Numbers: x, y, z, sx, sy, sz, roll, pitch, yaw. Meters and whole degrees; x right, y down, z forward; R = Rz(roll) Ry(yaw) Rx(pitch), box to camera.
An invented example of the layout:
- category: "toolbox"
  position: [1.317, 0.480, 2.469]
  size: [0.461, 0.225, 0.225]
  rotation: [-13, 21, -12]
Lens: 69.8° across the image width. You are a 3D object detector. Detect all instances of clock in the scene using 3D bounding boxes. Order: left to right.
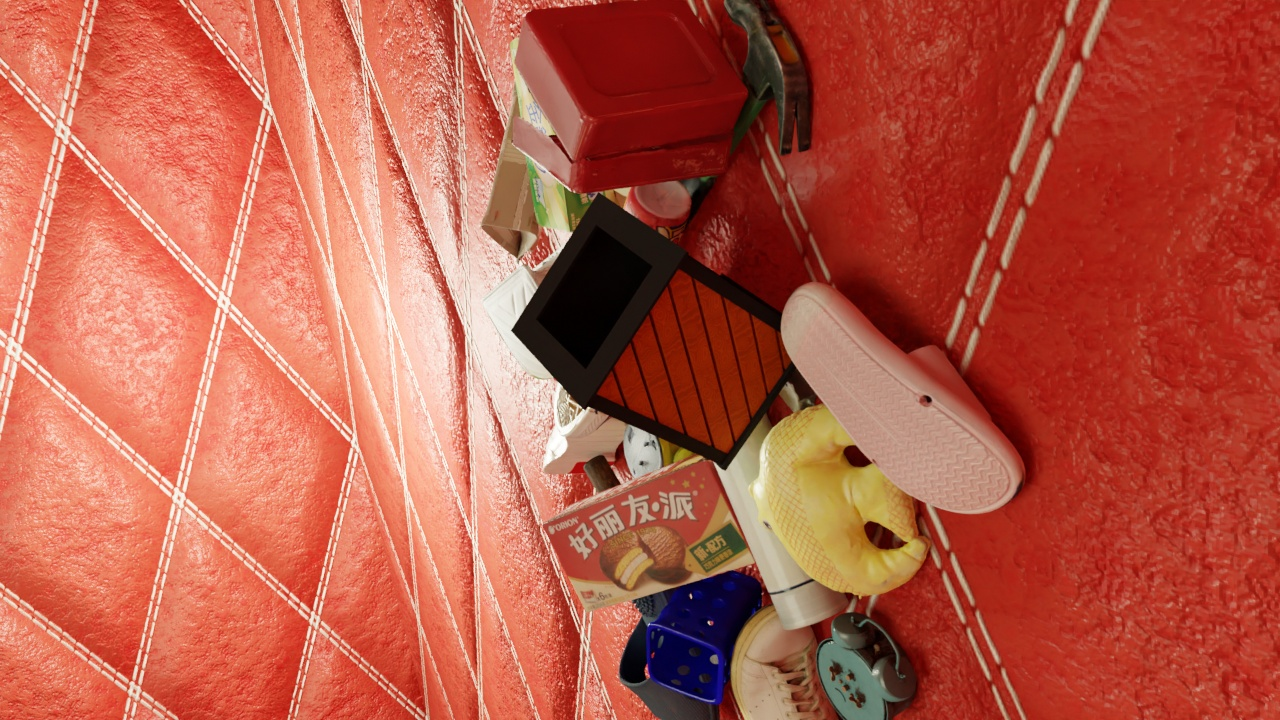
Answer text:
- category: "clock"
  position: [0.028, 0.108, 1.016]
  size: [0.119, 0.057, 0.083]
  rotation: [55, 142, 35]
- category: "clock"
  position: [0.201, 0.271, 0.808]
  size: [0.090, 0.053, 0.124]
  rotation: [49, 144, 36]

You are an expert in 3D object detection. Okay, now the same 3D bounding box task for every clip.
- category: "clip"
  position: [0.142, 0.023, 0.814]
  size: [0.101, 0.043, 0.054]
  rotation: [53, 158, 31]

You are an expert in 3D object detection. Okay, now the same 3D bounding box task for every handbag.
- category: "handbag"
  position: [-0.127, -0.196, 1.085]
  size: [0.198, 0.062, 0.175]
  rotation: [95, -175, -74]
- category: "handbag"
  position: [-0.104, -0.056, 1.135]
  size: [0.142, 0.096, 0.199]
  rotation: [58, 152, -6]

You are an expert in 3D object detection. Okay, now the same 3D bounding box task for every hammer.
- category: "hammer"
  position: [0.004, 0.265, 1.149]
  size: [0.300, 0.037, 0.218]
  rotation: [58, 150, 14]
- category: "hammer"
  position: [0.059, -0.174, 0.835]
  size: [0.130, 0.032, 0.320]
  rotation: [64, 152, 15]

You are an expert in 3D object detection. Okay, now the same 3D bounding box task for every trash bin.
- category: "trash bin"
  position: [0.019, -0.023, 0.780]
  size: [0.140, 0.171, 0.140]
  rotation: [-57, 41, 8]

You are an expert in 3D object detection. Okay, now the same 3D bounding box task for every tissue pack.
- category: "tissue pack"
  position: [-0.042, -0.228, 0.907]
  size: [0.141, 0.120, 0.198]
  rotation: [24, 133, 53]

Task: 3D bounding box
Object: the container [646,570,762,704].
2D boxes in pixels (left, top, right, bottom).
- category: "container"
  position: [0.070, 0.282, 0.963]
  size: [0.085, 0.113, 0.084]
  rotation: [14, 122, 24]

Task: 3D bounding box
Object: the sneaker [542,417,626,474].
- category: "sneaker"
  position: [-0.075, 0.072, 1.177]
  size: [0.237, 0.090, 0.104]
  rotation: [117, 150, -63]

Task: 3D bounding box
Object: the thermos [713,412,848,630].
- category: "thermos"
  position: [0.120, 0.133, 0.863]
  size: [0.230, 0.067, 0.068]
  rotation: [67, 152, 9]

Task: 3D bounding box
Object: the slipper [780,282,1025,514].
- category: "slipper"
  position: [0.189, 0.026, 0.686]
  size: [0.221, 0.055, 0.107]
  rotation: [47, 146, 24]

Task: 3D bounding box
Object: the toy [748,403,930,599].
- category: "toy"
  position: [0.159, 0.120, 0.773]
  size: [0.155, 0.064, 0.170]
  rotation: [-12, 97, 38]

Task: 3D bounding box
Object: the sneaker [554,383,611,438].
- category: "sneaker"
  position: [-0.006, 0.006, 0.993]
  size: [0.242, 0.087, 0.118]
  rotation: [-44, 48, 36]

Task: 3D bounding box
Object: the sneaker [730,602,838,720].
- category: "sneaker"
  position: [0.156, 0.355, 0.895]
  size: [0.102, 0.088, 0.242]
  rotation: [31, 137, 63]

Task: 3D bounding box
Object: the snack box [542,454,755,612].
- category: "snack box"
  position: [0.015, 0.180, 0.968]
  size: [0.237, 0.060, 0.113]
  rotation: [-26, 90, 34]

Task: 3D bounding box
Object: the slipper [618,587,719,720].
- category: "slipper"
  position: [0.015, 0.341, 1.064]
  size: [0.101, 0.082, 0.263]
  rotation: [-7, 103, 58]

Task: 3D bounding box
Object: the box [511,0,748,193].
- category: "box"
  position: [-0.008, -0.214, 0.736]
  size: [0.137, 0.157, 0.127]
  rotation: [47, 140, 38]

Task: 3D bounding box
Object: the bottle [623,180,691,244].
- category: "bottle"
  position: [0.004, -0.109, 0.878]
  size: [0.062, 0.061, 0.138]
  rotation: [58, 151, 25]
